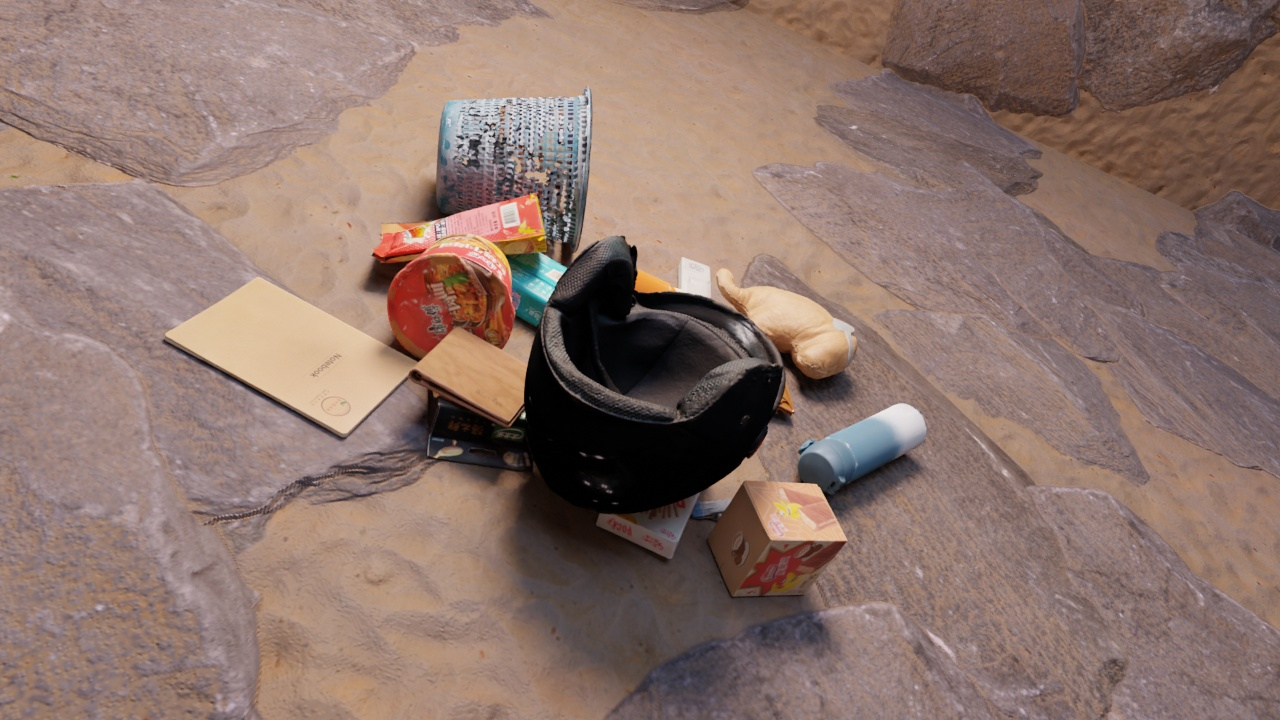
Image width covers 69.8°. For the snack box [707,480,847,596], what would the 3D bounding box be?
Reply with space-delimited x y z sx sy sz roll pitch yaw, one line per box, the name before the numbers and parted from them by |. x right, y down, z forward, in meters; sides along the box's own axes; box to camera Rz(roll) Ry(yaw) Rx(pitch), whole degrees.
snack box | 0.138 0.183 0.938 0.094 0.093 0.077 6 39 -27

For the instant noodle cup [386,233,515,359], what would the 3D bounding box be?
instant noodle cup | -0.206 -0.073 1.034 0.138 0.138 0.108 19 26 -10

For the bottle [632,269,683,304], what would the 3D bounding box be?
bottle | 0.006 -0.091 1.247 0.149 0.067 0.066 16 35 -27

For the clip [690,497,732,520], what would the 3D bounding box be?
clip | 0.079 0.162 0.995 0.056 0.026 0.024 6 34 -12

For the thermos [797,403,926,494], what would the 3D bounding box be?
thermos | 0.279 0.108 1.152 0.219 0.070 0.070 -15 51 -44

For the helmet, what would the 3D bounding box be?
helmet | 0.011 0.026 0.903 0.274 0.231 0.233 -12 48 -48

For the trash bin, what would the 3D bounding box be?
trash bin | -0.174 -0.268 1.253 0.195 0.227 0.226 4 38 -8

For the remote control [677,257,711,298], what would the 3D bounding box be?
remote control | 0.080 -0.109 1.346 0.049 0.024 0.124 19 34 -11

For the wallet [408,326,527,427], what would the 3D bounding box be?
wallet | -0.166 0.016 0.947 0.115 0.020 0.101 27 32 2

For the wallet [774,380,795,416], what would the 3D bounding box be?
wallet | 0.140 0.012 1.191 0.131 0.031 0.107 28 31 -28

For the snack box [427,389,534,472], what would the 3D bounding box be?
snack box | -0.164 0.050 0.966 0.113 0.053 0.125 11 32 -21

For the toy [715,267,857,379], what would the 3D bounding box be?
toy | 0.205 -0.058 1.310 0.226 0.083 0.143 37 28 20

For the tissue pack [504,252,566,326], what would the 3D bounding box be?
tissue pack | -0.143 -0.097 1.165 0.133 0.050 0.093 31 36 10

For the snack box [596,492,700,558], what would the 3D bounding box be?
snack box | 0.019 0.136 0.977 0.085 0.027 0.156 23 34 7

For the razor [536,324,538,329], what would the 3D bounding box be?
razor | -0.106 0.007 1.072 0.043 0.028 0.132 44 21 -32

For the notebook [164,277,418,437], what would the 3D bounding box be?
notebook | -0.355 -0.009 0.953 0.207 0.008 0.147 28 35 3

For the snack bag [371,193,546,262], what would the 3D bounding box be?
snack bag | -0.221 -0.156 1.128 0.208 0.073 0.128 -9 25 -5
